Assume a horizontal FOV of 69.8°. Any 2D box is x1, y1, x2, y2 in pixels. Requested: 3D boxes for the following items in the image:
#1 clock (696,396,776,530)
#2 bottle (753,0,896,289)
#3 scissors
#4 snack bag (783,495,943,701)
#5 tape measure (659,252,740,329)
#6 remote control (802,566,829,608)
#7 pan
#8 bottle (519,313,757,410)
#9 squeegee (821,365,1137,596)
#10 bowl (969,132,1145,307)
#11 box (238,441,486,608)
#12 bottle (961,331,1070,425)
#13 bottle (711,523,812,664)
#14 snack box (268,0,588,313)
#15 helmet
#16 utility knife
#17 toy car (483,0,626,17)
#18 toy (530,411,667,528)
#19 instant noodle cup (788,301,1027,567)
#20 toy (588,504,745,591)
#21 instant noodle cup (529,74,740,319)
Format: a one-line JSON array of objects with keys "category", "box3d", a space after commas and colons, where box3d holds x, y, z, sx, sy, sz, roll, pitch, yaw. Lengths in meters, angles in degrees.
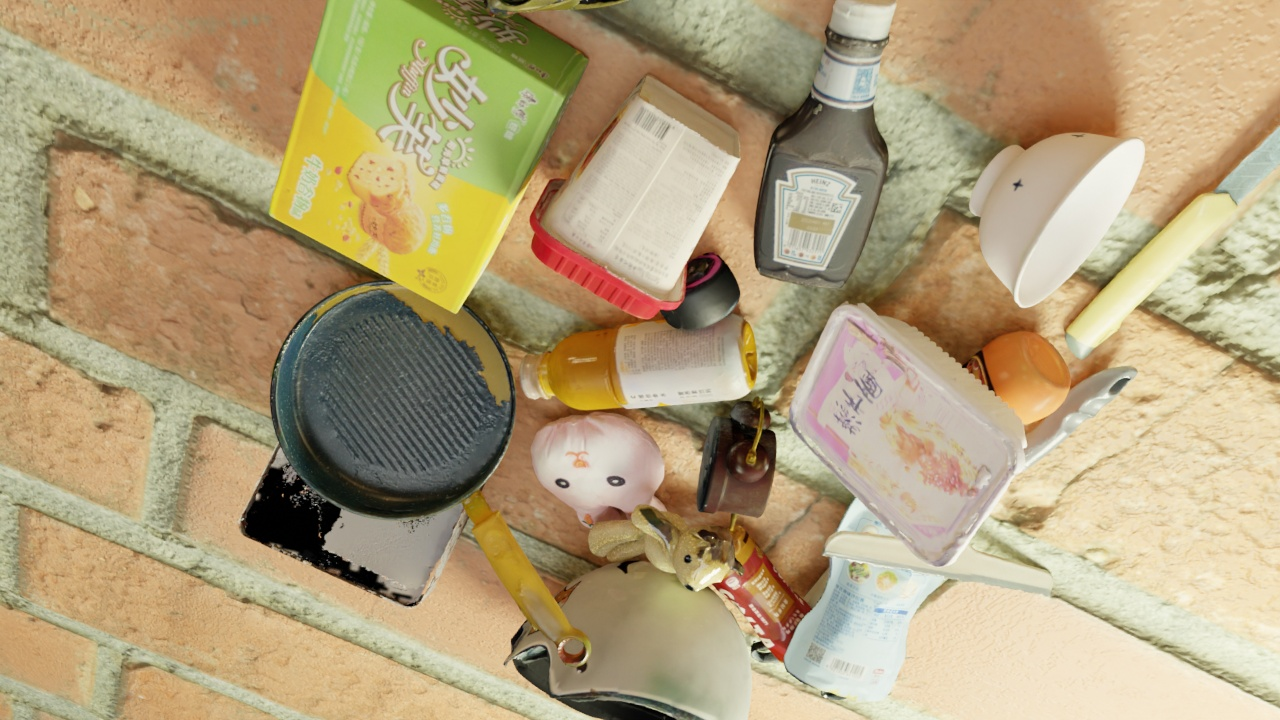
[{"category": "clock", "box3d": [0.082, 0.082, 0.764, 0.055, 0.081, 0.122, 12, 134, -1]}, {"category": "bottle", "box3d": [0.124, -0.140, 0.602, 0.080, 0.043, 0.195, 11, 129, 5]}, {"category": "scissors", "box3d": [0.192, 0.304, 0.943, 0.159, 0.014, 0.180, 10, 138, 13]}, {"category": "snack bag", "box3d": [0.208, 0.212, 0.823, 0.110, 0.038, 0.191, 20, 102, 0]}, {"category": "tape measure", "box3d": [0.043, -0.052, 0.682, 0.058, 0.056, 0.039, -12, 123, 33]}, {"category": "remote control", "box3d": [0.199, 0.215, 0.878, 0.049, 0.024, 0.125, 21, 129, -4]}, {"category": "pan", "box3d": [-0.152, 0.097, 0.749, 0.198, 0.078, 0.357, -36, 96, 3]}, {"category": "bottle", "box3d": [-0.004, 0.004, 0.732, 0.190, 0.067, 0.068, -6, 126, 18]}, {"category": "squeegee", "box3d": [0.305, 0.087, 0.740, 0.246, 0.039, 0.247, 14, 126, -20]}, {"category": "bowl", "box3d": [0.250, -0.100, 0.579, 0.065, 0.118, 0.118, 43, 138, 31]}, {"category": "box", "box3d": [-0.249, 0.121, 0.874, 0.182, 0.152, 0.174, 26, 172, -2]}, {"category": "bottle", "box3d": [0.251, 0.037, 0.703, 0.066, 0.066, 0.150, 33, 135, -13]}, {"category": "bottle", "box3d": [0.126, 0.236, 0.872, 0.058, 0.057, 0.175, -33, 104, 33]}, {"category": "snack box", "box3d": [-0.153, -0.154, 0.641, 0.157, 0.069, 0.211, 29, 129, -9]}, {"category": "helmet", "box3d": [0.002, 0.278, 0.885, 0.230, 0.156, 0.275, 30, 159, -9]}, {"category": "utility knife", "box3d": [0.357, -0.076, 0.609, 0.031, 0.022, 0.217, 24, 136, -6]}, {"category": "toy car", "box3d": [-0.022, -0.235, 0.544, 0.158, 0.070, 0.042, -3, 128, 17]}, {"category": "toy", "box3d": [-0.031, 0.107, 0.834, 0.121, 0.054, 0.159, -6, 134, 19]}, {"category": "instant noodle cup", "box3d": [0.200, 0.048, 0.675, 0.173, 0.060, 0.138, 49, 140, 33]}, {"category": "toy", "box3d": [0.017, 0.165, 0.807, 0.158, 0.066, 0.105, -5, 141, 47]}, {"category": "instant noodle cup", "box3d": [0.002, -0.113, 0.616, 0.116, 0.116, 0.124, 30, 118, -11]}]
